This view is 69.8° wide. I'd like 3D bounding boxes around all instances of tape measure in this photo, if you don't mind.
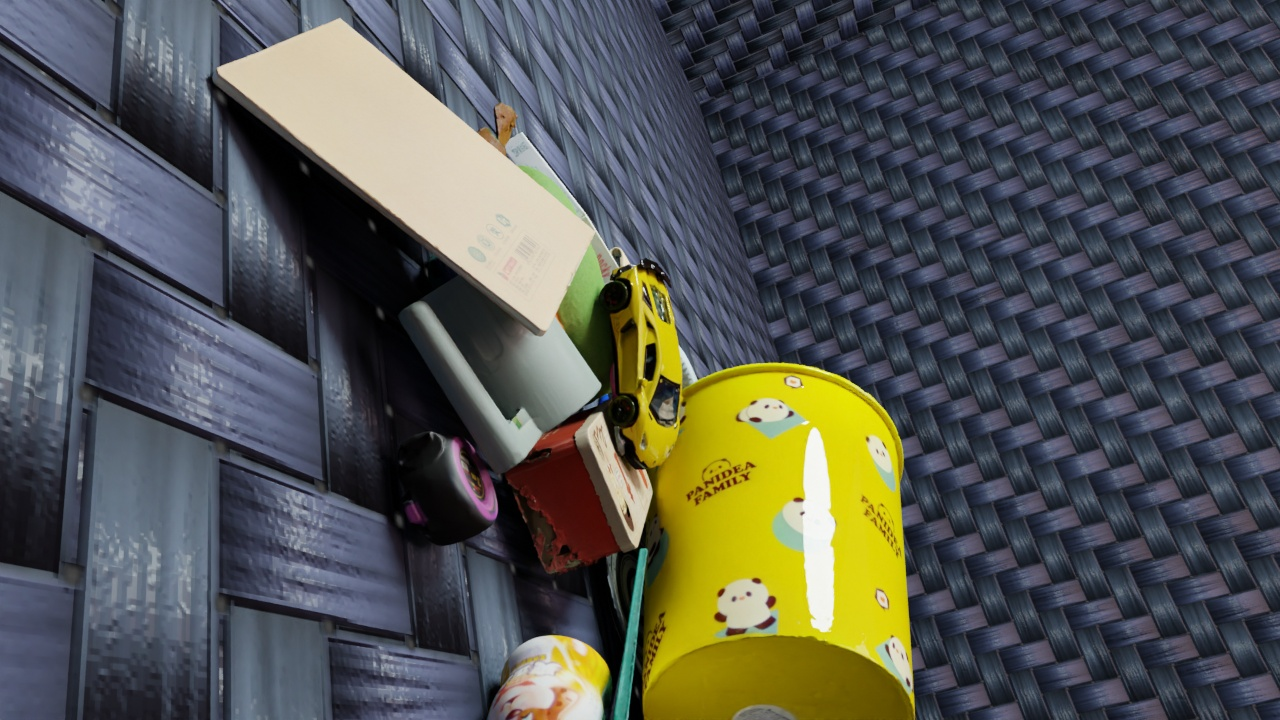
[{"bbox_3d":[-0.123,-0.049,0.617,0.054,0.025,0.058,-87,157,-64],"label":"tape measure"},{"bbox_3d":[-0.105,0.069,0.490,0.057,0.039,0.058,45,20,-77],"label":"tape measure"}]

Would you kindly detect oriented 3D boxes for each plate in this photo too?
[{"bbox_3d":[0.002,0.202,0.765,0.179,0.024,0.179,-21,90,-76],"label":"plate"}]

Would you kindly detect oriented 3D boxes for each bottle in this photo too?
[{"bbox_3d":[-0.050,0.194,0.473,0.108,0.063,0.063,-78,145,-67],"label":"bottle"}]

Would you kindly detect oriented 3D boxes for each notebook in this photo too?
[{"bbox_3d":[-0.015,0.227,0.519,0.208,0.012,0.151,-79,177,-66],"label":"notebook"},{"bbox_3d":[-0.120,-0.112,0.531,0.207,0.008,0.147,38,29,-13],"label":"notebook"}]

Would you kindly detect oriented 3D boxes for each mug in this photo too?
[{"bbox_3d":[-0.088,0.000,0.537,0.103,0.084,0.123,58,14,-8],"label":"mug"}]

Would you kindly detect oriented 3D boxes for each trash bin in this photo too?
[{"bbox_3d":[0.104,0.168,0.717,0.254,0.230,0.230,-81,149,-53],"label":"trash bin"}]

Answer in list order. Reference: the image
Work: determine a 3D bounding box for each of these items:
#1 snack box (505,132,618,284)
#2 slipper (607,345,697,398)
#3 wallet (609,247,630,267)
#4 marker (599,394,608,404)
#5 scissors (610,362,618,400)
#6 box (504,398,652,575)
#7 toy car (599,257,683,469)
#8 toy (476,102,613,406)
[{"bbox_3d":[-0.073,-0.140,0.845,0.156,0.027,0.085,56,0,41],"label":"snack box"},{"bbox_3d":[0.029,0.073,0.870,0.074,0.104,0.245,-101,172,-59],"label":"slipper"},{"bbox_3d":[-0.002,-0.057,1.008,0.087,0.024,0.115,-102,167,-47],"label":"wallet"},{"bbox_3d":[-0.029,0.017,0.920,0.145,0.017,0.017,-86,152,-61],"label":"marker"},{"bbox_3d":[-0.004,0.005,0.735,0.133,0.017,0.057,-68,149,-62],"label":"scissors"},{"bbox_3d":[-0.045,0.089,0.655,0.168,0.077,0.091,-47,115,-82],"label":"box"},{"bbox_3d":[0.005,0.003,0.674,0.071,0.041,0.155,29,55,-59],"label":"toy car"},{"bbox_3d":[-0.076,-0.067,0.699,0.226,0.090,0.247,-109,178,-69],"label":"toy"}]
